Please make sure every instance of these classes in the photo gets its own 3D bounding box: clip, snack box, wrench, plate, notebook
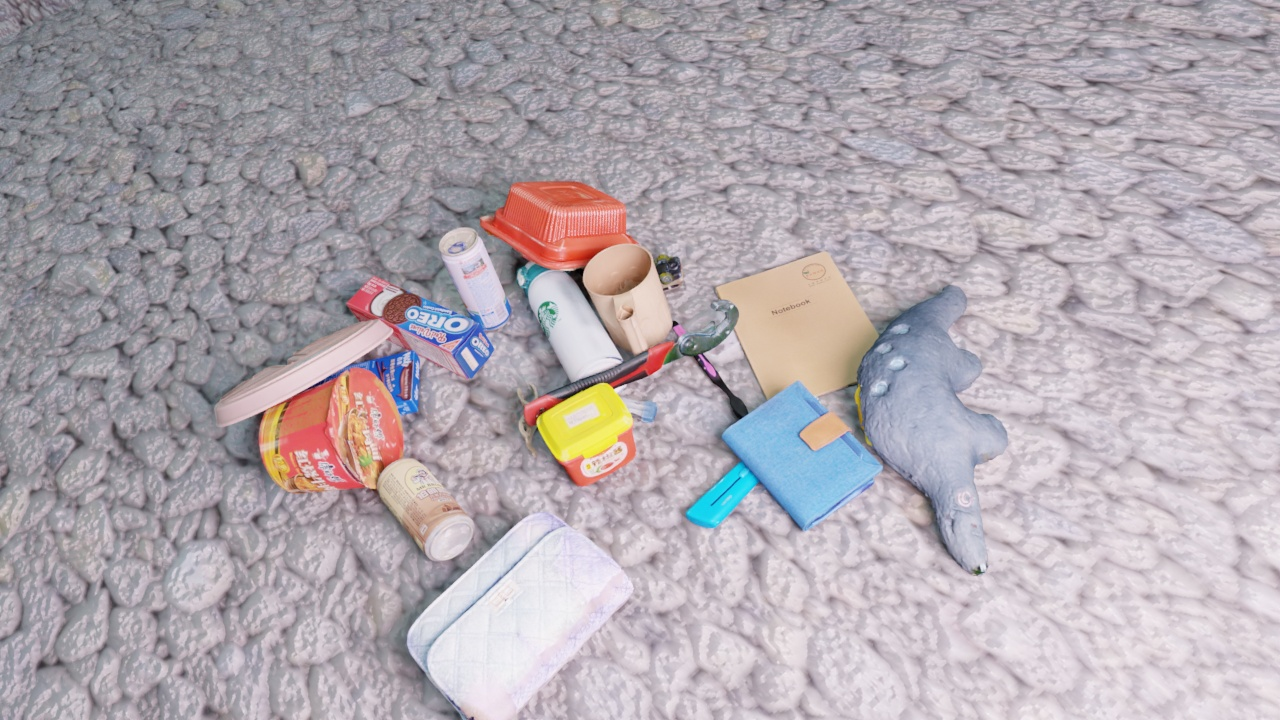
[{"bbox_3d":[-0.010,0.054,1.034,0.057,0.031,0.025,10,55,17],"label":"clip"},{"bbox_3d":[-0.351,0.042,1.135,0.157,0.026,0.084,-13,48,4],"label":"snack box"},{"bbox_3d":[-0.054,0.081,0.980,0.091,0.080,0.082,-28,49,-9],"label":"snack box"},{"bbox_3d":[-0.006,0.006,1.026,0.273,0.056,0.016,-27,41,-14],"label":"wrench"},{"bbox_3d":[-0.126,0.070,1.043,0.103,0.035,0.092,28,60,39],"label":"clip"},{"bbox_3d":[-0.281,-0.043,1.170,0.208,0.058,0.057,23,62,31],"label":"snack box"},{"bbox_3d":[-0.405,0.008,1.099,0.230,0.028,0.229,-24,15,7],"label":"plate"},{"bbox_3d":[0.187,-0.040,1.067,0.148,0.008,0.207,-19,48,-1],"label":"notebook"}]

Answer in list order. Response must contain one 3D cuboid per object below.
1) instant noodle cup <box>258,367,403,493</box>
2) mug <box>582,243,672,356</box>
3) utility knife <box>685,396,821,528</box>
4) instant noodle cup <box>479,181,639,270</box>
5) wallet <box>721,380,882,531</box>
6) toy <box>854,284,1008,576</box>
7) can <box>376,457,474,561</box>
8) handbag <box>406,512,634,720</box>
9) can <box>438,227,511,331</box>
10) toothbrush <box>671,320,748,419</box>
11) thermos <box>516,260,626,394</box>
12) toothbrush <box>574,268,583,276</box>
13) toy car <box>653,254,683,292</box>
[{"bbox_3d":[-0.349,0.085,1.032,0.109,0.138,0.137,-14,47,15],"label":"instant noodle cup"},{"bbox_3d":[-0.009,-0.058,1.070,0.084,0.103,0.124,-17,48,7],"label":"mug"},{"bbox_3d":[0.125,0.103,0.954,0.198,0.018,0.034,-41,51,-22],"label":"utility knife"},{"bbox_3d":[-0.098,-0.179,1.182,0.164,0.079,0.189,-12,32,-40],"label":"instant noodle cup"},{"bbox_3d":[0.163,0.094,0.926,0.106,0.040,0.133,-32,60,-15],"label":"wallet"},{"bbox_3d":[0.286,0.043,0.921,0.138,0.092,0.355,14,51,-9],"label":"toy"},{"bbox_3d":[-0.230,0.158,0.977,0.058,0.058,0.116,-38,51,-18],"label":"can"},{"bbox_3d":[-0.116,0.242,0.861,0.134,0.076,0.193,31,64,34],"label":"handbag"},{"bbox_3d":[-0.205,-0.100,1.145,0.053,0.135,0.053,-7,48,8],"label":"can"},{"bbox_3d":[0.078,0.010,1.054,0.014,0.018,0.189,-26,44,-9],"label":"toothbrush"},{"bbox_3d":[-0.088,-0.046,1.109,0.073,0.073,0.224,-26,47,-7],"label":"thermos"},{"bbox_3d":[-0.082,-0.117,1.208,0.016,0.014,0.189,-37,50,-7],"label":"toothbrush"},{"bbox_3d":[0.010,-0.101,1.152,0.090,0.035,0.042,-16,45,12],"label":"toy car"}]
